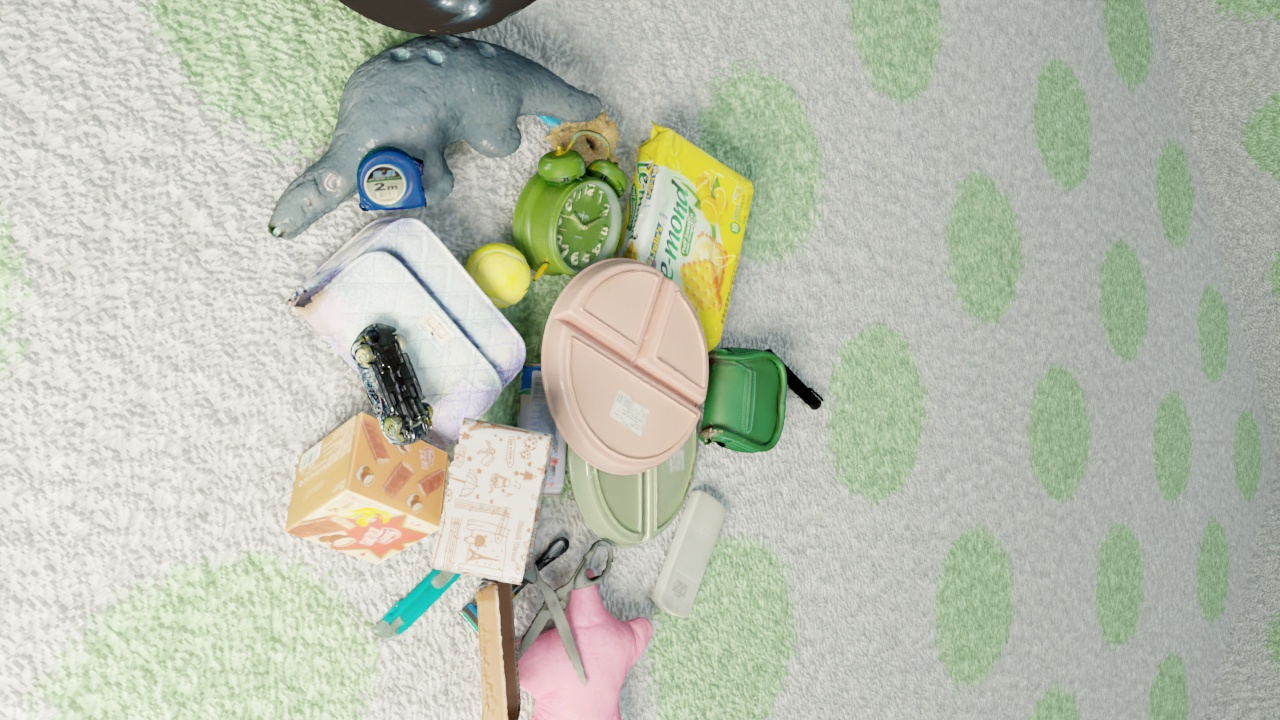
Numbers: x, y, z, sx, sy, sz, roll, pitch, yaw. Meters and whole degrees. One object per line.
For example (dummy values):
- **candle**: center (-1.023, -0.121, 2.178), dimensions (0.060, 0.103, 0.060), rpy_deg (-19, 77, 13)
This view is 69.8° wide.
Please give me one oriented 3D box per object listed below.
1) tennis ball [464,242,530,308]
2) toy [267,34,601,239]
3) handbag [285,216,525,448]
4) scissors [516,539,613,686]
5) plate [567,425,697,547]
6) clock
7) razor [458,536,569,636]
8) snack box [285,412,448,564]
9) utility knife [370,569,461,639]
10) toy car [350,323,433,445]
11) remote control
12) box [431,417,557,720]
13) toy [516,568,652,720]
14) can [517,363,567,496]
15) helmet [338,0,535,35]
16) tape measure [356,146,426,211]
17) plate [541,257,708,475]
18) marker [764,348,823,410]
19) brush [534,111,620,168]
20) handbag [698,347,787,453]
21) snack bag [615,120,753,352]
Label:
- **tennis ball**: center (-0.141, -0.084, 0.908), dimensions (0.065, 0.066, 0.065), rpy_deg (2, 88, -42)
- **toy**: center (-0.192, -0.224, 0.845), dimensions (0.355, 0.091, 0.138), rpy_deg (-33, 116, -27)
- **handbag**: center (-0.204, -0.029, 0.838), dimensions (0.134, 0.076, 0.194), rpy_deg (-48, 118, -16)
- **scissors**: center (-0.085, 0.246, 0.936), dimensions (0.159, 0.014, 0.177), rpy_deg (-18, 78, -29)
- **plate**: center (0.000, 0.094, 1.025), dimensions (0.229, 0.028, 0.230), rpy_deg (-1, 91, -54)
- **clock**: center (-0.068, -0.158, 0.953), dimensions (0.116, 0.056, 0.161), rpy_deg (1, 105, -52)
- **razor**: center (-0.125, 0.229, 0.945), dimensions (0.042, 0.022, 0.142), rpy_deg (49, 53, 1)
- **snack box**: center (-0.232, 0.112, 0.786), dimensions (0.094, 0.093, 0.077), rpy_deg (33, 39, -36)
- **utility knife**: center (-0.184, 0.201, 0.897), dimensions (0.192, 0.013, 0.029), rpy_deg (-45, 117, -34)
- **toy car**: center (-0.211, 0.020, 0.771), dimensions (0.048, 0.031, 0.105), rpy_deg (-26, 97, -60)
- **remote control**: center (0.059, 0.233, 1.109), dimensions (0.058, 0.021, 0.149), rpy_deg (40, 64, -34)
- **box**: center (-0.131, 0.192, 0.812), dimensions (0.088, 0.178, 0.262), rpy_deg (9, 81, -3)
- **toy**: center (-0.069, 0.316, 0.960), dimensions (0.178, 0.075, 0.194), rpy_deg (23, 70, -29)
- **can**: center (-0.101, 0.072, 0.948), dimensions (0.053, 0.053, 0.134), rpy_deg (9, 83, -42)
- **helmet**: center (-0.179, -0.386, 0.762), dimensions (0.274, 0.233, 0.230), rpy_deg (41, 107, -19)
- **tape measure**: center (-0.213, -0.154, 0.781), dimensions (0.058, 0.025, 0.055), rpy_deg (-8, 119, -14)
- **plate**: center (-0.006, 0.006, 0.961), dimensions (0.229, 0.028, 0.229), rpy_deg (2, 87, -44)
- **marker**: center (0.207, 0.027, 1.248), dimensions (0.132, 0.022, 0.020), rpy_deg (40, 27, -34)
- **brush**: center (-0.121, -0.263, 0.955), dimensions (0.254, 0.046, 0.083), rpy_deg (21, 79, -36)
- **handbag**: center (0.121, 0.048, 1.137), dimensions (0.120, 0.068, 0.131), rpy_deg (7, 85, -44)
- **snack bag**: center (0.043, -0.135, 1.073), dimensions (0.158, 0.068, 0.246), rpy_deg (22, 75, -39)
